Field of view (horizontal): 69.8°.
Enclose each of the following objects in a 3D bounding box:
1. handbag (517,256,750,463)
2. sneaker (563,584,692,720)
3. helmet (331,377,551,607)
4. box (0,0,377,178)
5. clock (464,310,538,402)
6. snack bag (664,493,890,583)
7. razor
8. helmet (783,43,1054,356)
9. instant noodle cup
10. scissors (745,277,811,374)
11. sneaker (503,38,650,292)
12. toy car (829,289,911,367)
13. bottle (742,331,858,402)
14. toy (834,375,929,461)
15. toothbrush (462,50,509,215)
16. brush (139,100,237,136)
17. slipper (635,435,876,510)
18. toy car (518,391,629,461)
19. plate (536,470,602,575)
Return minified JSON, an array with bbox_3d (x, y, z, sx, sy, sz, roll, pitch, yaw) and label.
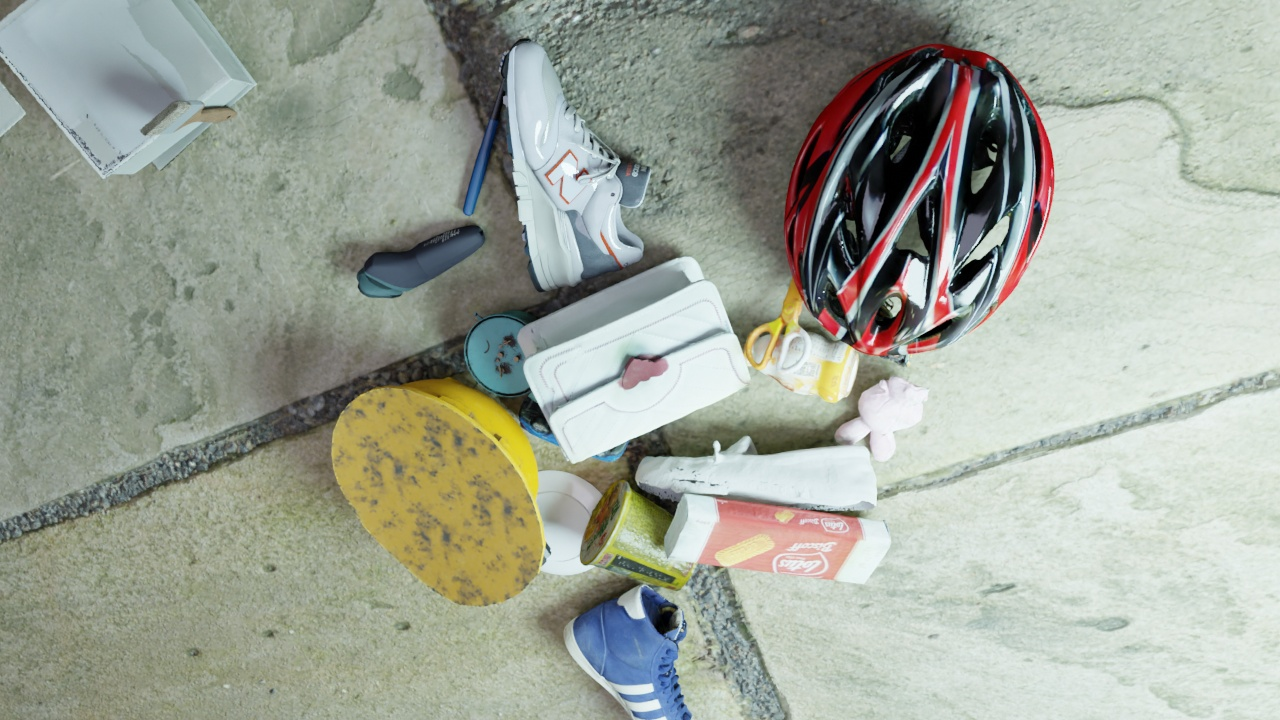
[{"bbox_3d":[-0.005,0.005,0.886,0.198,0.096,0.142,-25,116,-2],"label":"handbag"},{"bbox_3d":[0.034,0.355,1.043,0.119,0.091,0.233,-41,90,18],"label":"sneaker"},{"bbox_3d":[-0.187,0.115,0.966,0.206,0.131,0.255,-26,104,27],"label":"helmet"},{"bbox_3d":[-0.476,-0.341,1.029,0.172,0.402,0.169,-32,101,18],"label":"box"},{"bbox_3d":[-0.120,-0.006,0.949,0.124,0.053,0.090,17,113,9],"label":"clock"},{"bbox_3d":[0.141,0.185,0.942,0.225,0.041,0.078,11,129,-11],"label":"snack bag"},{"bbox_3d":[-0.225,-0.104,0.944,0.143,0.047,0.052,-23,128,14],"label":"razor"},{"bbox_3d":[0.233,-0.127,0.782,0.217,0.166,0.272,15,108,7],"label":"helmet"},{"bbox_3d":[0.004,0.194,0.985,0.108,0.102,0.102,28,112,-14],"label":"instant noodle cup"},{"bbox_3d":[0.148,-0.047,0.879,0.070,0.013,0.130,21,84,35],"label":"scissors"},{"bbox_3d":[-0.053,-0.181,0.868,0.124,0.088,0.240,-1,118,6],"label":"sneaker"},{"bbox_3d":[0.222,-0.041,0.882,0.112,0.047,0.047,39,96,-1],"label":"toy car"},{"bbox_3d":[0.156,0.001,0.902,0.108,0.063,0.063,16,112,20],"label":"bottle"},{"bbox_3d":[0.242,0.054,0.915,0.063,0.047,0.110,20,129,-7],"label":"toy"},{"bbox_3d":[-0.149,-0.220,0.900,0.014,0.014,0.168,7,119,-29],"label":"toothbrush"},{"bbox_3d":[-0.422,-0.233,0.877,0.045,0.143,0.008,-35,102,10],"label":"brush"},{"bbox_3d":[0.115,0.116,0.943,0.247,0.074,0.112,-3,145,17],"label":"slipper"},{"bbox_3d":[-0.070,0.070,0.974,0.120,0.056,0.044,19,142,8],"label":"toy car"},{"bbox_3d":[-0.096,0.188,1.042,0.134,0.011,0.135,3,110,9],"label":"plate"}]
